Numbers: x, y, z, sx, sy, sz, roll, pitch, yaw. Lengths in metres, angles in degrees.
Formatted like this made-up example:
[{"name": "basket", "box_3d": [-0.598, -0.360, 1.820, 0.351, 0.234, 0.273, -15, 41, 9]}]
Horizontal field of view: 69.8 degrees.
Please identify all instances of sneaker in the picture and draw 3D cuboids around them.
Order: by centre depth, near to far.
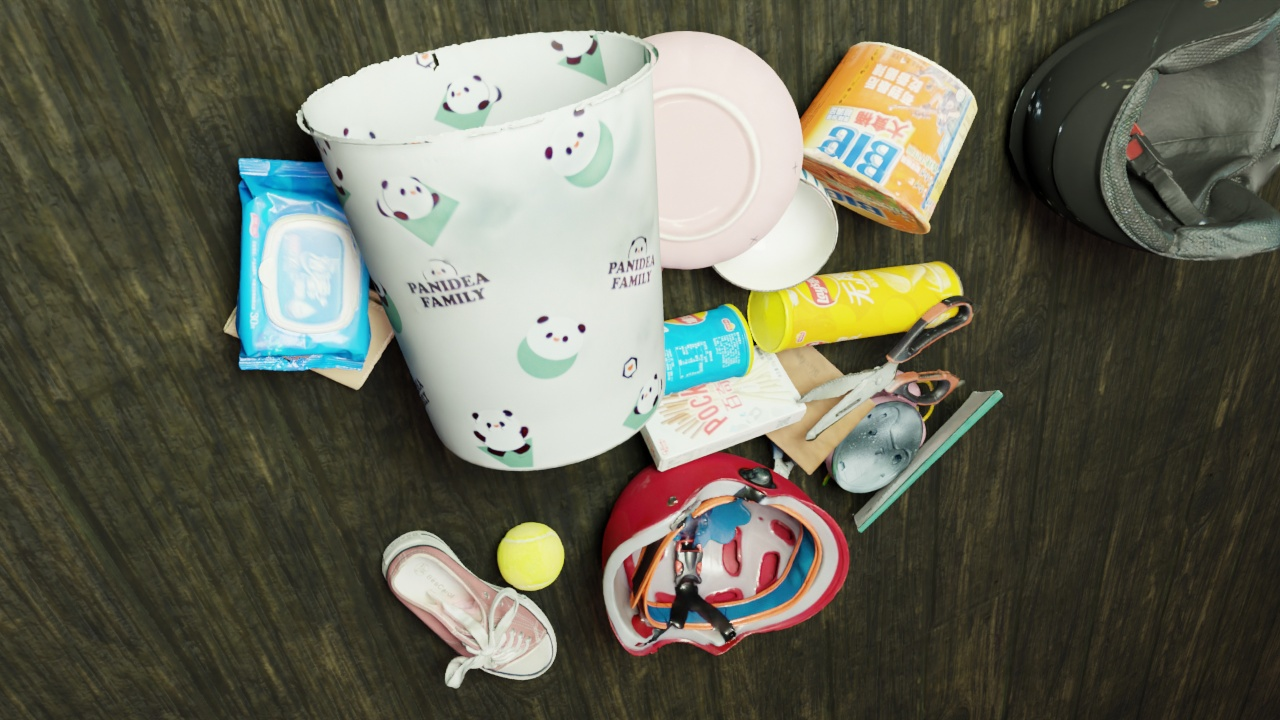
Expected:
[{"name": "sneaker", "box_3d": [-0.158, 0.260, 0.897, 0.118, 0.088, 0.241, -39, 126, -2]}]

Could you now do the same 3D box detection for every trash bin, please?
[{"name": "trash bin", "box_3d": [-0.087, -0.076, 0.648, 0.229, 0.229, 0.252, -19, 124, -16]}]

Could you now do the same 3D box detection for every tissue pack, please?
[{"name": "tissue pack", "box_3d": [-0.243, -0.068, 0.667, 0.094, 0.052, 0.157, 0, 100, -24]}]

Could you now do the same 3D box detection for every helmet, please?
[{"name": "helmet", "box_3d": [0.495, -0.227, 0.855, 0.274, 0.230, 0.234, -30, 120, -18]}, {"name": "helmet", "box_3d": [0.072, 0.177, 0.922, 0.239, 0.143, 0.207, 1, 120, -15]}]

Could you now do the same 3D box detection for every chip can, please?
[{"name": "chip can", "box_3d": [-0.005, 0.005, 0.837, 0.210, 0.071, 0.071, -14, 123, -18]}, {"name": "chip can", "box_3d": [0.214, -0.055, 0.912, 0.213, 0.072, 0.072, -8, 121, -24]}]

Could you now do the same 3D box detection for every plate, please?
[{"name": "plate", "box_3d": [0.034, -0.158, 0.729, 0.192, 0.039, 0.193, 2, 117, 3]}]

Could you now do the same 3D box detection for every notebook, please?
[{"name": "notebook", "box_3d": [0.318, 0.112, 1.038, 0.209, 0.012, 0.150, -47, 169, 6]}]

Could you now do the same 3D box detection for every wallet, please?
[{"name": "wallet", "box_3d": [-0.251, -0.034, 0.721, 0.115, 0.024, 0.087, 30, 98, -33]}, {"name": "wallet", "box_3d": [0.166, 0.044, 0.941, 0.115, 0.020, 0.101, 42, 94, -1]}]

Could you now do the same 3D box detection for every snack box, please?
[{"name": "snack box", "box_3d": [0.073, 0.042, 0.888, 0.156, 0.084, 0.027, -18, 151, -17]}]

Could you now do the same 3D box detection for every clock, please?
[{"name": "clock", "box_3d": [0.264, 0.074, 1.019, 0.158, 0.060, 0.117, -28, 125, -8]}]

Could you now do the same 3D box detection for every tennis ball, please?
[{"name": "tennis ball", "box_3d": [-0.107, 0.192, 0.897, 0.065, 0.065, 0.066, -12, 122, -20]}]

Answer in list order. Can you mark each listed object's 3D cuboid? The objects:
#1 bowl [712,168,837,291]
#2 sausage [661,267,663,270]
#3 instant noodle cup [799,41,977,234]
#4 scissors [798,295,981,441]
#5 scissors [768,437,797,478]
[{"name": "bowl", "box_3d": [0.112, -0.126, 0.810, 0.116, 0.066, 0.117, 3, 127, 3]}, {"name": "sausage", "box_3d": [-0.006, -0.050, 0.801, 0.020, 0.020, 0.155, 43, 65, -37]}, {"name": "instant noodle cup", "box_3d": [0.206, -0.193, 0.787, 0.151, 0.151, 0.111, 26, 96, -35]}, {"name": "scissors", "box_3d": [0.255, 0.012, 0.912, 0.223, 0.015, 0.189, 15, 110, -37]}, {"name": "scissors", "box_3d": [0.161, 0.111, 0.975, 0.144, 0.012, 0.170, -14, 100, 12]}]
